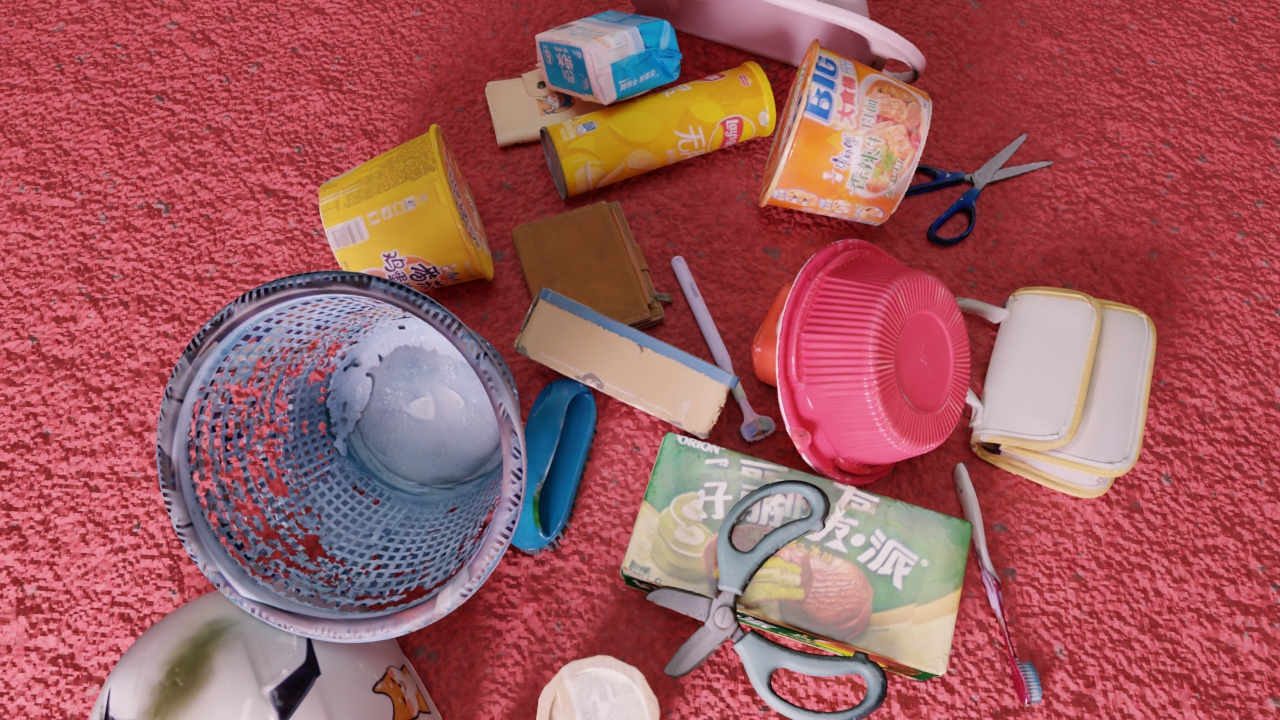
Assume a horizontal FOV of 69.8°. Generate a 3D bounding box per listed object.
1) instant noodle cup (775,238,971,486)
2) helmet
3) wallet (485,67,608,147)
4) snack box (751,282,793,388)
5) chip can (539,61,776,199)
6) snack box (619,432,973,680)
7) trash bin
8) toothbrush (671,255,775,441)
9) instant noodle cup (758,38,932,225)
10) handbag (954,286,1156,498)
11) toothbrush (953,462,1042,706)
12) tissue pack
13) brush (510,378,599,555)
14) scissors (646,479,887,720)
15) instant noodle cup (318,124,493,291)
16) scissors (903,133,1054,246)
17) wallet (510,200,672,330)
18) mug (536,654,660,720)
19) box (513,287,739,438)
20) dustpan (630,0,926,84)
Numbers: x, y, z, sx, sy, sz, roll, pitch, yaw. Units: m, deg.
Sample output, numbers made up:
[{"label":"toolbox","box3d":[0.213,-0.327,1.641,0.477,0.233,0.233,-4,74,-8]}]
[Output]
[{"label":"instant noodle cup","box3d":[0.188,0.001,0.690,0.066,0.194,0.193,-2,52,49]},{"label":"helmet","box3d":[-0.243,0.263,0.576,0.230,0.157,0.273,-18,65,-8]},{"label":"wallet","box3d":[-0.092,-0.256,0.907,0.115,0.024,0.087,-13,63,-6]},{"label":"snack box","box3d":[0.141,-0.013,0.759,0.080,0.082,0.091,19,64,24]},{"label":"chip can","box3d":[0.017,-0.216,0.861,0.213,0.072,0.072,-19,65,-8]},{"label":"snack box","box3d":[0.113,0.145,0.684,0.240,0.063,0.114,16,68,8]},{"label":"trash bin","box3d":[-0.173,0.050,0.638,0.226,0.195,0.226,1,96,4]},{"label":"toothbrush","box3d":[0.065,-0.016,0.788,0.029,0.021,0.189,-18,63,-12]},{"label":"instant noodle cup","box3d":[0.180,-0.193,0.813,0.111,0.152,0.151,17,65,0]},{"label":"handbag","box3d":[0.321,0.010,0.757,0.179,0.063,0.163,19,64,13]},{"label":"toothbrush","box3d":[0.271,0.166,0.701,0.017,0.016,0.187,-3,64,-10]},{"label":"tissue pack","box3d":[-0.032,-0.281,0.854,0.089,0.063,0.140,-26,33,-21]},{"label":"brush","box3d":[-0.072,0.076,0.714,0.055,0.074,0.143,10,64,11]},{"label":"scissors","box3d":[0.101,0.175,0.627,0.180,0.019,0.170,41,72,16]},{"label":"instant noodle cup","box3d":[-0.199,-0.116,0.783,0.110,0.138,0.138,-19,65,1]},{"label":"scissors","box3d":[0.315,-0.163,0.866,0.165,0.012,0.156,6,62,2]},{"label":"wallet","box3d":[-0.041,-0.078,0.812,0.119,0.035,0.130,-17,66,-8]},{"label":"mug","box3d":[-0.046,0.249,0.612,0.124,0.104,0.084,-10,64,-6]},{"label":"box","box3d":[-0.004,0.004,0.727,0.184,0.090,0.059,23,92,1]},{"label":"dustpan","box3d":[0.113,-0.304,0.841,0.274,0.222,0.139,-8,94,12]}]
